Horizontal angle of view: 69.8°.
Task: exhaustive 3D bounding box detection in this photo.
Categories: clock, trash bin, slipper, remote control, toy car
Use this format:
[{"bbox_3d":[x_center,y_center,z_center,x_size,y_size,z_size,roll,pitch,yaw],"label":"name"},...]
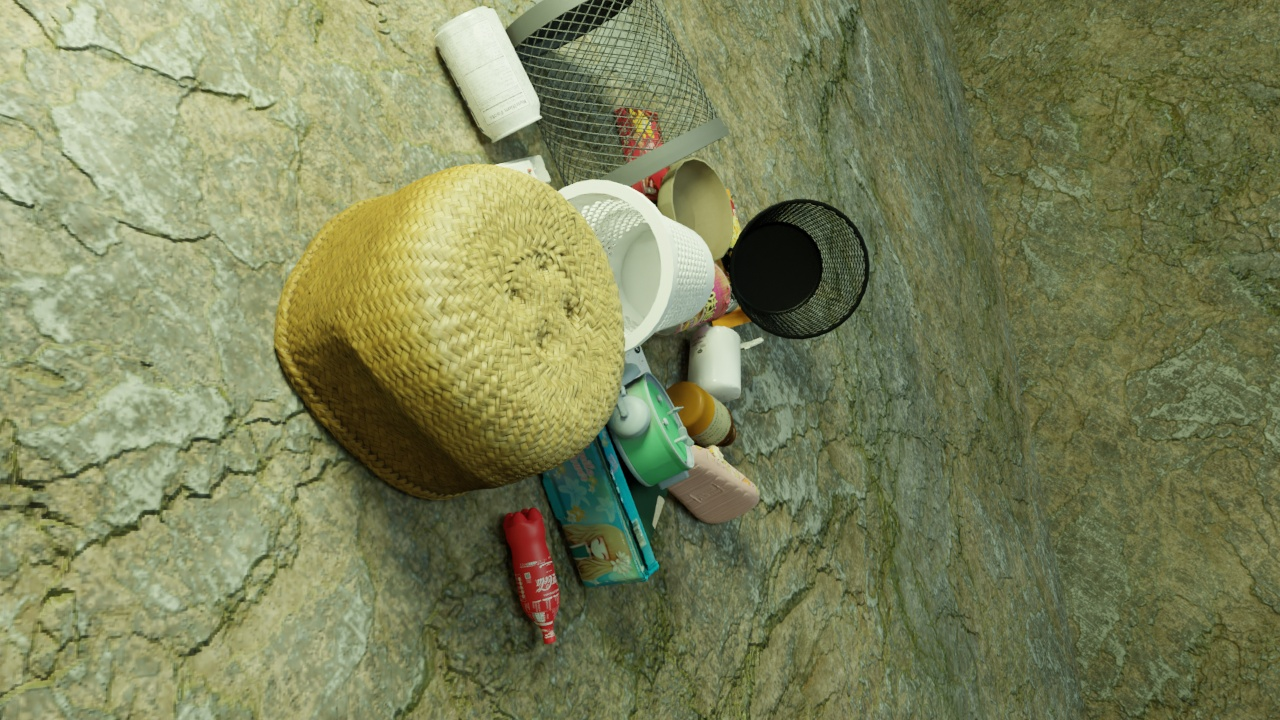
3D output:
[{"bbox_3d":[0.004,0.065,1.044,0.161,0.075,0.121,55,14,-38],"label":"clock"},{"bbox_3d":[-0.010,-0.105,1.094,0.199,0.196,0.195,-8,84,-64],"label":"trash bin"},{"bbox_3d":[-0.037,-0.334,1.139,0.217,0.218,0.227,-40,106,-52],"label":"trash bin"},{"bbox_3d":[0.087,0.149,1.230,0.197,0.093,0.081,42,29,-44],"label":"slipper"},{"bbox_3d":[-0.007,0.007,1.215,0.043,0.013,0.136,-34,105,-53],"label":"remote control"},{"bbox_3d":[-0.142,-0.222,1.095,0.112,0.039,0.039,-33,104,-53],"label":"toy car"},{"bbox_3d":[0.209,-0.132,1.314,0.210,0.184,0.184,-93,163,-84],"label":"trash bin"}]

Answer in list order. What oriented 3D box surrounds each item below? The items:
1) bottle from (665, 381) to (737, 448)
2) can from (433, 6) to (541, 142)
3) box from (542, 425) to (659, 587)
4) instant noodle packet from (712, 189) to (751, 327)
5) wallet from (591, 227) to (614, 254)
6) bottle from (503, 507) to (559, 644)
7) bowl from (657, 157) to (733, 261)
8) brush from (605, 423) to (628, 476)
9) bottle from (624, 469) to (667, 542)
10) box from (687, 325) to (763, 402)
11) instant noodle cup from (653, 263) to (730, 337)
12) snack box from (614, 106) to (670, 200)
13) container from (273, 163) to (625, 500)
[{"bbox_3d":[0.090,0.084,1.267,0.157,0.068,0.067,35,50,-54],"label":"bottle"},{"bbox_3d":[-0.174,-0.329,1.059,0.078,0.078,0.136,-46,114,-51],"label":"can"},{"bbox_3d":[-0.059,0.143,1.023,0.041,0.094,0.227,-29,101,-55],"label":"box"},{"bbox_3d":[0.129,-0.163,1.447,0.159,0.032,0.221,-16,91,-52],"label":"instant noodle packet"},{"bbox_3d":[-0.062,-0.136,1.189,0.122,0.019,0.072,-5,82,-54],"label":"wallet"},{"bbox_3d":[-0.111,0.227,0.966,0.041,0.042,0.141,-9,85,-54],"label":"bottle"},{"bbox_3d":[0.072,-0.215,1.339,0.152,0.051,0.152,13,73,-49],"label":"bowl"},{"bbox_3d":[-0.058,0.060,1.101,0.082,0.042,0.173,14,66,-51],"label":"brush"},{"bbox_3d":[-0.007,0.165,1.113,0.061,0.061,0.131,50,42,-27],"label":"bottle"},{"bbox_3d":[0.126,0.006,1.345,0.141,0.084,0.140,26,56,-40],"label":"box"},{"bbox_3d":[0.055,-0.082,1.275,0.108,0.098,0.098,-30,102,-45],"label":"instant noodle cup"},{"bbox_3d":[0.008,-0.301,1.345,0.089,0.021,0.133,-9,86,-55],"label":"snack box"},{"bbox_3d":[-0.155,-0.036,0.877,0.306,0.197,0.306,26,57,-49],"label":"container"}]
